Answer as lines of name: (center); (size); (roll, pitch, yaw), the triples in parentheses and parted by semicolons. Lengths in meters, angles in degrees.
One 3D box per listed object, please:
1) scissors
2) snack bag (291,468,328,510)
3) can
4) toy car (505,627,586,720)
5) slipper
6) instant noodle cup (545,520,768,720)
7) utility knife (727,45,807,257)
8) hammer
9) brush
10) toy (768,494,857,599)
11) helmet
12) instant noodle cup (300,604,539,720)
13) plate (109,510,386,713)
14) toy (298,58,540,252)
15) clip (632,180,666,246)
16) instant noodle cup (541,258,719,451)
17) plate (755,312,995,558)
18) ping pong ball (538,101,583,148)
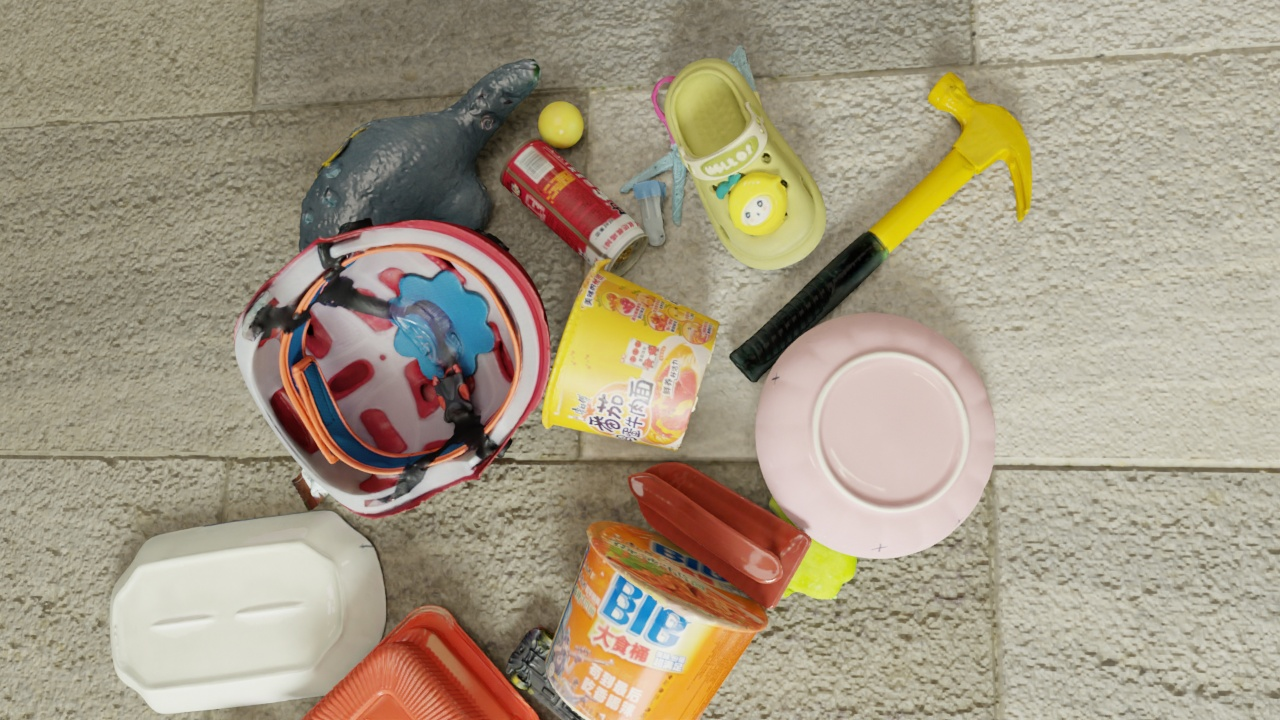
scissors: (0.043, -0.183, 0.799); (0.130, 0.017, 0.133); (2, 87, 8)
snack bag: (-0.262, 0.083, 0.807); (0.104, 0.026, 0.048); (-48, 55, 2)
can: (-0.057, -0.130, 0.788); (0.133, 0.053, 0.053); (43, 91, 12)
toy car: (-0.058, 0.263, 0.744); (0.106, 0.031, 0.049); (34, 89, 16)
slipper: (0.072, -0.160, 0.741); (0.092, 0.081, 0.190); (-32, 80, 25)
instant noodle cup: (0.005, 0.206, 0.688); (0.151, 0.151, 0.111); (27, 96, 12)
utility knife: (0.103, -0.175, 0.776); (0.031, 0.020, 0.190); (-16, 91, 8)
hammer: (0.193, -0.094, 0.750); (0.301, 0.033, 0.129); (-43, 76, 2)
brush: (0.055, 0.126, 0.711); (0.146, 0.069, 0.063); (30, 94, 26)
toy: (0.139, 0.139, 0.727); (0.097, 0.031, 0.100); (-28, 76, 7)
helmet: (-0.170, -0.014, 0.710); (0.240, 0.143, 0.207); (-29, 104, 14)
instant noodle cup: (-0.188, 0.300, 0.714); (0.164, 0.079, 0.188); (39, 74, 21)
plate: (-0.353, 0.221, 0.800); (0.266, 0.034, 0.162); (-8, 81, 9)
toy: (-0.217, -0.128, 0.799); (0.138, 0.091, 0.356); (33, 91, 1)
clip: (0.011, -0.126, 0.789); (0.027, 0.043, 0.058); (-6, 96, 12)
instant noodle cup: (-0.004, 0.004, 0.724); (0.110, 0.138, 0.138); (18, 85, 3)
plate: (0.185, 0.055, 0.702); (0.192, 0.039, 0.192); (1, 83, -5)
ping pong ball: (-0.070, -0.207, 0.807); (0.040, 0.040, 0.040); (-1, 82, 10)
